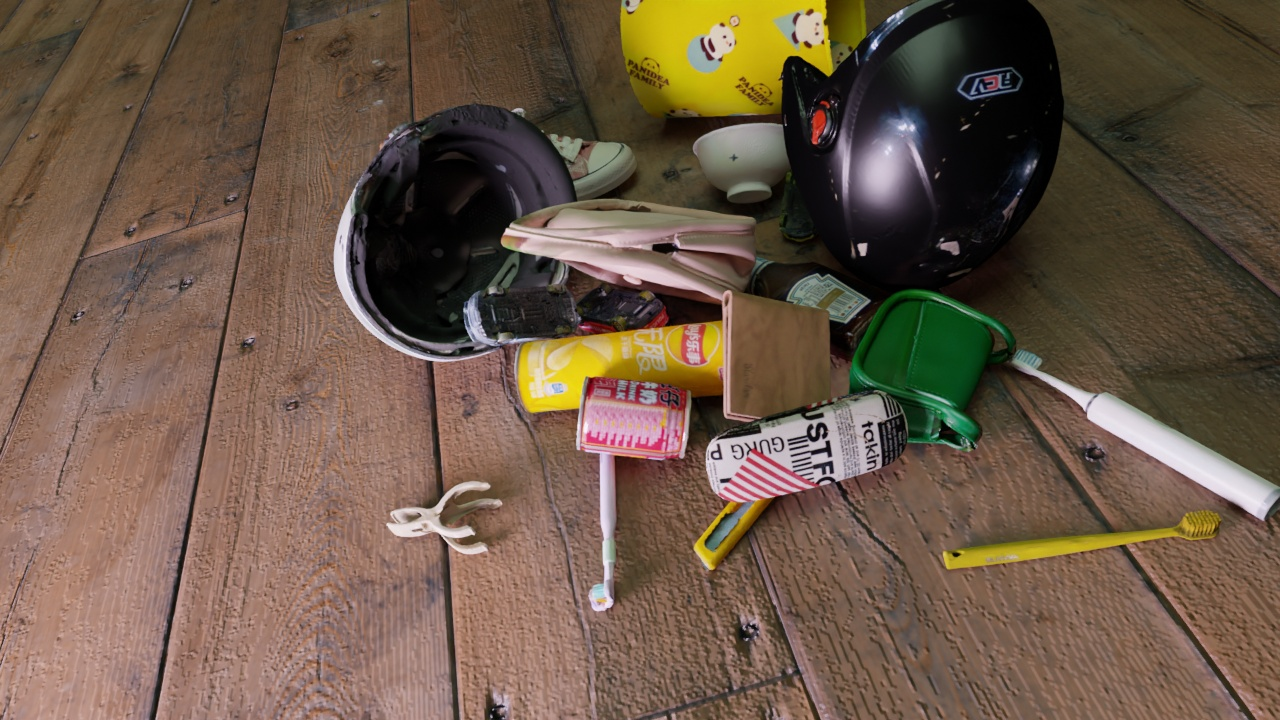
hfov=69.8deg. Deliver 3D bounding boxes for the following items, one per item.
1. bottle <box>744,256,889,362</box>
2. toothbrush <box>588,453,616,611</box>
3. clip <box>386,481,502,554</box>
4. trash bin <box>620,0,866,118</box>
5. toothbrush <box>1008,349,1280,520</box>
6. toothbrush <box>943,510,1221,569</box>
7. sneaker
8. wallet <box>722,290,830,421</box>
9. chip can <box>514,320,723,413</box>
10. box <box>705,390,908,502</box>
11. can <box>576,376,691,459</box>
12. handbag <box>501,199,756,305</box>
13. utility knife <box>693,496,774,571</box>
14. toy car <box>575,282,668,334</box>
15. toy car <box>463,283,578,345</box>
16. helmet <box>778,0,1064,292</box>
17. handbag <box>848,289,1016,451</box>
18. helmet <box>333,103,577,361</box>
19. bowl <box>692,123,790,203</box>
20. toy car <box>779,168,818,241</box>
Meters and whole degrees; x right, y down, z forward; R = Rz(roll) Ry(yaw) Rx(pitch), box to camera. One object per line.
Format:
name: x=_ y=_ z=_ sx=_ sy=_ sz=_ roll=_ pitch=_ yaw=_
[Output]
bottle: x=0.150 y=-0.065 z=0.894 sx=0.079 sy=0.044 sz=0.195 roll=-39 pitch=47 yaw=-22
toothbrush: x=-0.030 y=0.124 z=0.777 sx=0.021 sy=0.029 sz=0.188 roll=21 pitch=39 yaw=-19
clip: x=-0.165 y=0.130 z=0.803 sx=0.102 sy=0.035 sz=0.095 roll=13 pitch=55 yaw=38
trash bin: x=0.128 y=-0.404 z=1.125 sx=0.256 sy=0.230 sz=0.228 roll=-1 pitch=46 yaw=24
toothbrush: x=0.383 y=0.050 z=0.717 sx=0.026 sy=0.026 sz=0.221 roll=-49 pitch=48 yaw=-1
toothbrush: x=0.317 y=0.130 z=0.663 sx=0.190 sy=0.017 sz=0.015 roll=-9 pitch=44 yaw=8
sneaker: x=-0.127 y=-0.251 z=1.134 sx=0.241 sy=0.088 sz=0.118 roll=0 pitch=46 yaw=18
wallet: x=0.118 y=0.001 z=0.792 sx=0.101 sy=0.020 sz=0.115 roll=9 pitch=69 yaw=-20
chip can: x=-0.005 y=0.005 z=0.850 sx=0.213 sy=0.072 sz=0.071 roll=-5 pitch=45 yaw=12
box: x=0.131 y=0.070 z=0.723 sx=0.164 sy=0.069 sz=0.052 roll=-18 pitch=30 yaw=-1
can: x=-0.005 y=0.050 z=0.795 sx=0.094 sy=0.067 sz=0.066 roll=6 pitch=46 yaw=0
handbag: x=-0.023 y=-0.109 z=0.863 sx=0.194 sy=0.093 sz=0.233 roll=15 pitch=11 yaw=40
utility knife: x=0.095 y=0.111 z=0.752 sx=0.033 sy=0.015 sz=0.156 roll=22 pitch=56 yaw=37
toy car: x=-0.022 y=-0.043 z=0.923 sx=0.052 sy=0.045 sz=0.121 roll=-42 pitch=36 yaw=-23
toy car: x=-0.114 y=-0.044 z=0.889 sx=0.120 sy=0.054 sz=0.037 roll=-9 pitch=-8 yaw=-41
helmet: x=0.260 y=-0.195 z=0.834 sx=0.233 sy=0.275 sz=0.230 roll=-9 pitch=71 yaw=-8
handbag: x=0.243 y=0.010 z=0.778 sx=0.120 sy=0.068 sz=0.131 roll=21 pitch=53 yaw=24
helmet: x=-0.204 y=-0.122 z=0.958 sx=0.157 sy=0.230 sz=0.273 roll=-12 pitch=43 yaw=53
bowl: x=0.120 y=-0.214 z=1.028 sx=0.118 sy=0.118 sz=0.064 roll=-6 pitch=84 yaw=12
toy car: x=0.180 y=-0.170 z=1.000 sx=0.048 sy=0.032 sz=0.105 roll=2 pitch=58 yaw=19
